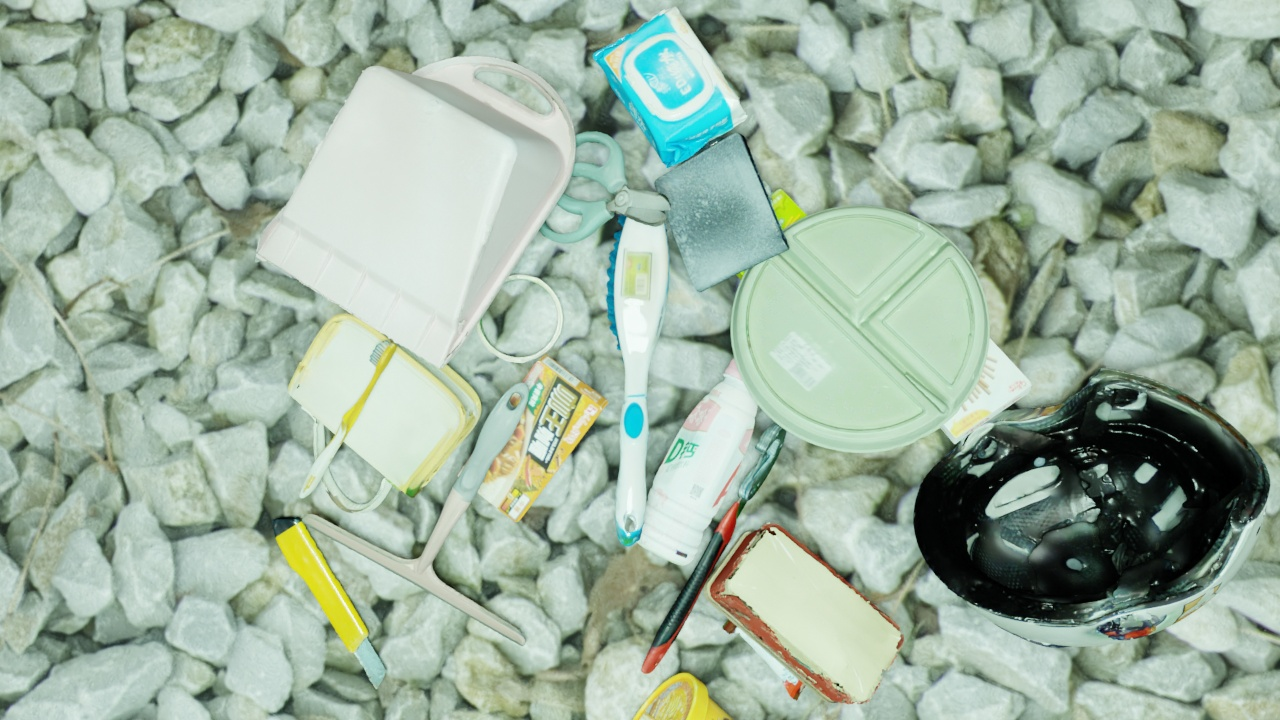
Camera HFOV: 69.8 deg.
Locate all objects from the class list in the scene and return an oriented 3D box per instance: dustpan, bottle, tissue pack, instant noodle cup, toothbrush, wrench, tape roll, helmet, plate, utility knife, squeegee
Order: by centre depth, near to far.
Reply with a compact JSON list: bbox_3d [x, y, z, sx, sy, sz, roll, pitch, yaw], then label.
[{"bbox_3d":[0.390,0.150,0.802,0.274,0.230,0.157,-31,129,4],"label":"helmet"},{"bbox_3d":[0.195,-0.033,0.823,0.230,0.027,0.230,-2,79,11],"label":"plate"},{"bbox_3d":[-0.165,0.125,0.839,0.247,0.040,0.250,30,109,-2],"label":"squeegee"},{"bbox_3d":[0.054,0.372,0.846,0.114,0.118,0.118,40,91,-6],"label":"instant noodle cup"},{"bbox_3d":[-0.276,0.057,0.852,0.018,0.016,0.192,40,110,11],"label":"toothbrush"},{"bbox_3d":[0.028,-0.256,0.858,0.090,0.063,0.140,-32,76,1],"label":"tissue pack"},{"bbox_3d":[-0.186,-0.157,0.860,0.222,0.138,0.274,33,104,10],"label":"dustpan"},{"bbox_3d":[0.061,0.093,0.867,0.068,0.068,0.197,28,87,1],"label":"bottle"},{"bbox_3d":[0.070,0.181,0.877,0.016,0.056,0.273,30,96,25],"label":"wrench"},{"bbox_3d":[-0.118,-0.041,0.896,0.086,0.014,0.086,0,90,2],"label":"tape roll"},{"bbox_3d":[-0.304,0.235,0.901,0.033,0.015,0.195,-31,90,5],"label":"utility knife"}]

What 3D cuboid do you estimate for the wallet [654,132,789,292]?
[{"bbox_3d":[0.074,-0.136,0.848,0.097,0.019,0.120,-25,79,25],"label":"wallet"}]

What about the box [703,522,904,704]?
[{"bbox_3d":[0.151,0.234,0.843,0.168,0.080,0.091,40,66,2],"label":"box"}]

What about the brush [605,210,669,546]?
[{"bbox_3d":[-0.005,0.005,0.846,0.060,0.109,0.314,4,90,-4],"label":"brush"}]

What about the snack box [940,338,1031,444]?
[{"bbox_3d":[0.275,-0.009,0.852,0.085,0.027,0.156,-36,66,1],"label":"snack box"}]

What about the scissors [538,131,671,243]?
[{"bbox_3d":[-0.027,-0.172,0.846,0.186,0.019,0.132,0,75,37],"label":"scissors"}]

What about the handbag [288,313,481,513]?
[{"bbox_3d":[-0.260,0.058,0.886,0.163,0.063,0.179,40,106,1],"label":"handbag"}]

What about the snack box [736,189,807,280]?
[{"bbox_3d":[0.152,-0.079,0.867,0.086,0.026,0.156,-42,76,0],"label":"snack box"}]

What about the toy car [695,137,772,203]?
[{"bbox_3d":[0.089,-0.170,0.872,0.043,0.034,0.090,-38,73,2],"label":"toy car"}]

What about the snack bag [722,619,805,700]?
[{"bbox_3d":[0.128,0.276,0.883,0.104,0.026,0.048,43,78,2],"label":"snack bag"}]

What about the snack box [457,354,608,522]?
[{"bbox_3d":[-0.103,0.075,0.866,0.075,0.026,0.154,37,111,1],"label":"snack box"}]
